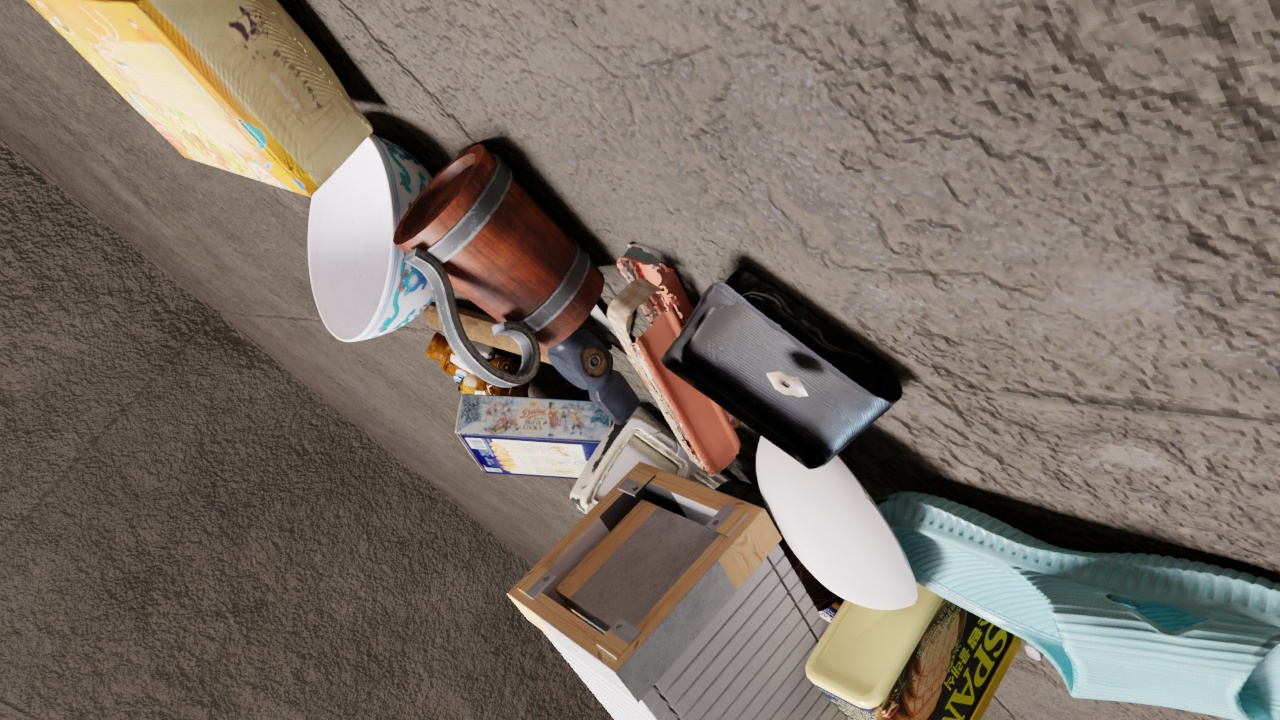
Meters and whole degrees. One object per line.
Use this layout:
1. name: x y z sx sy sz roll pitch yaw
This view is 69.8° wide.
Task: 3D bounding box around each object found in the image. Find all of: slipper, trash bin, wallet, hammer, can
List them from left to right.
1. hammer: -0.119 -0.022 0.787 0.129 0.040 0.322 50 161 -29
2. trash bin: 0.048 0.225 0.687 0.143 0.142 0.247 13 140 54
3. wallet: 0.075 0.006 0.507 0.115 0.026 0.089 36 143 3
4. can: 0.194 0.207 0.652 0.075 0.135 0.104 9 145 54
5. slipper: 0.239 0.142 0.495 0.277 0.069 0.116 14 148 45

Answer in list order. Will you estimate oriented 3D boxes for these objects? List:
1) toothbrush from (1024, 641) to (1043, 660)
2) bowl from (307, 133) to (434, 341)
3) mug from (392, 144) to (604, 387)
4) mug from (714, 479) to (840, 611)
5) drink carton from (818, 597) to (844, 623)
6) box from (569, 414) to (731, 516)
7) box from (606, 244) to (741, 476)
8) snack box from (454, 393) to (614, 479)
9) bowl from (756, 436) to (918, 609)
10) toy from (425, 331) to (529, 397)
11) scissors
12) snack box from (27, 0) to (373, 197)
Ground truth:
1. toothbrush: 0.255 0.158 0.609 0.016 0.016 0.181 18 153 39
2. bowl: -0.173 -0.085 0.650 0.074 0.144 0.144 -1 -170 -40
3. mug: -0.089 -0.052 0.560 0.082 0.117 0.111 -16 132 45
4. mug: 0.109 0.163 0.747 0.107 0.079 0.116 15 113 51
5. drink carton: 0.171 0.200 0.823 0.064 0.040 0.130 31 161 17
6. box: 0.005 0.153 0.770 0.143 0.180 0.080 35 168 -17
7. box: 0.023 0.005 0.594 0.187 0.057 0.067 59 -177 -47
8. snack box: -0.094 0.078 0.896 0.145 0.042 0.144 3 158 2
9. bowl: 0.116 0.106 0.600 0.149 0.043 0.150 56 173 10
10. toy: -0.163 0.013 0.926 0.112 0.067 0.087 25 154 -7
11. scissors: -0.010 0.003 0.705 0.179 0.015 0.199 42 160 -14
12. snack box: -0.280 -0.196 0.593 0.195 0.080 0.145 21 156 39
